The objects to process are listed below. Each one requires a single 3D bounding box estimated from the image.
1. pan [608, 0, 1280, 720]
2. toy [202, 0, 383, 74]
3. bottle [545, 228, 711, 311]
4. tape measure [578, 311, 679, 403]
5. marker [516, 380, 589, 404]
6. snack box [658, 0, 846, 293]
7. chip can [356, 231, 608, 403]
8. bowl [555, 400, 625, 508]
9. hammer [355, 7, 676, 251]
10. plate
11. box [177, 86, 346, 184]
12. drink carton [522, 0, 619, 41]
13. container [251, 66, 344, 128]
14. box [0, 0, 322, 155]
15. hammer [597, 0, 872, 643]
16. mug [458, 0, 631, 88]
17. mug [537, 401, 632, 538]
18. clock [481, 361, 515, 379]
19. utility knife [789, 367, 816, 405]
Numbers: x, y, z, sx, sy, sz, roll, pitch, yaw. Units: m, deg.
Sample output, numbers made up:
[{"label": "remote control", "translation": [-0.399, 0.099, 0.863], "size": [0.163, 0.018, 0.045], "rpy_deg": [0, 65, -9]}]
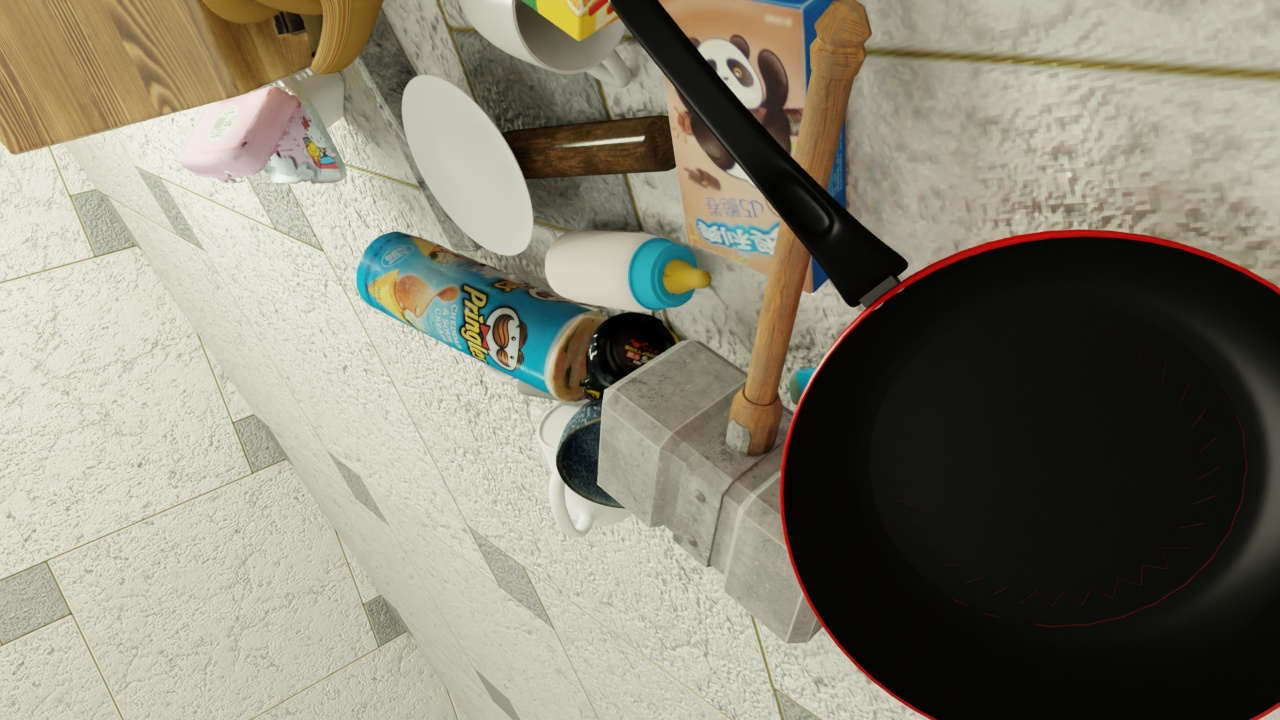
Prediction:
[{"label": "pan", "translation": [0.113, -0.003, 0.353], "size": [0.209, 0.067, 0.356], "rpy_deg": [-39, 91, 23]}, {"label": "toy", "translation": [-0.167, -0.261, 0.493], "size": [0.204, 0.162, 0.199], "rpy_deg": [8, 120, 39]}, {"label": "bottle", "translation": [-0.005, -0.058, 0.592], "size": [0.146, 0.051, 0.051], "rpy_deg": [13, 134, 50]}, {"label": "tape measure", "translation": [-0.004, 0.004, 0.644], "size": [0.071, 0.072, 0.042], "rpy_deg": [16, 151, 5]}, {"label": "marker", "translation": [-0.054, 0.031, 0.779], "size": [0.139, 0.016, 0.022], "rpy_deg": [5, 99, 35]}, {"label": "snack box", "translation": [0.056, -0.113, 0.451], "size": [0.087, 0.034, 0.151], "rpy_deg": [28, 146, 36]}, {"label": "chip can", "translation": [-0.128, -0.040, 0.742], "size": [0.230, 0.079, 0.080], "rpy_deg": [24, 143, 30]}, {"label": "bowl", "translation": [-0.006, 0.058, 0.709], "size": [0.114, 0.060, 0.115], "rpy_deg": [1, 136, 1]}, {"label": "hammer", "translation": [-0.092, -0.171, 0.605], "size": [0.301, 0.037, 0.218], "rpy_deg": [11, 133, 50]}, {"label": "plate", "translation": [-0.116, -0.134, 0.632], "size": [0.134, 0.011, 0.135], "rpy_deg": [35, 148, 26]}, {"label": "box", "translation": [-0.329, -0.187, 0.818], "size": [0.095, 0.088, 0.202], "rpy_deg": [29, 170, -39]}, {"label": "drink carton", "translation": [0.003, -0.179, 0.355], "size": [0.041, 0.122, 0.058], "rpy_deg": [41, 151, 20]}, {"label": "container", "translation": [-0.318, -0.260, 0.823], "size": [0.129, 0.049, 0.081], "rpy_deg": [49, 153, 4]}, {"label": "box", "translation": [-0.363, -0.331, 0.661], "size": [0.258, 0.214, 0.279], "rpy_deg": [-5, 117, 22]}, {"label": "hammer", "translation": [0.066, -0.016, 0.446], "size": [0.163, 0.082, 0.318], "rpy_deg": [36, 141, 29]}, {"label": "mug", "translation": [-0.049, -0.189, 0.498], "size": [0.089, 0.071, 0.107], "rpy_deg": [35, 177, 44]}, {"label": "mug", "translation": [-0.047, 0.098, 0.782], "size": [0.074, 0.110, 0.090], "rpy_deg": [0, 129, 23]}, {"label": "clock", "translation": [-0.122, -0.021, 0.831], "size": [0.122, 0.035, 0.095], "rpy_deg": [40, 151, 22]}, {"label": "utility knife", "translation": [0.143, 0.017, 0.496], "size": [0.174, 0.015, 0.031], "rpy_deg": [3, 129, 54]}]
